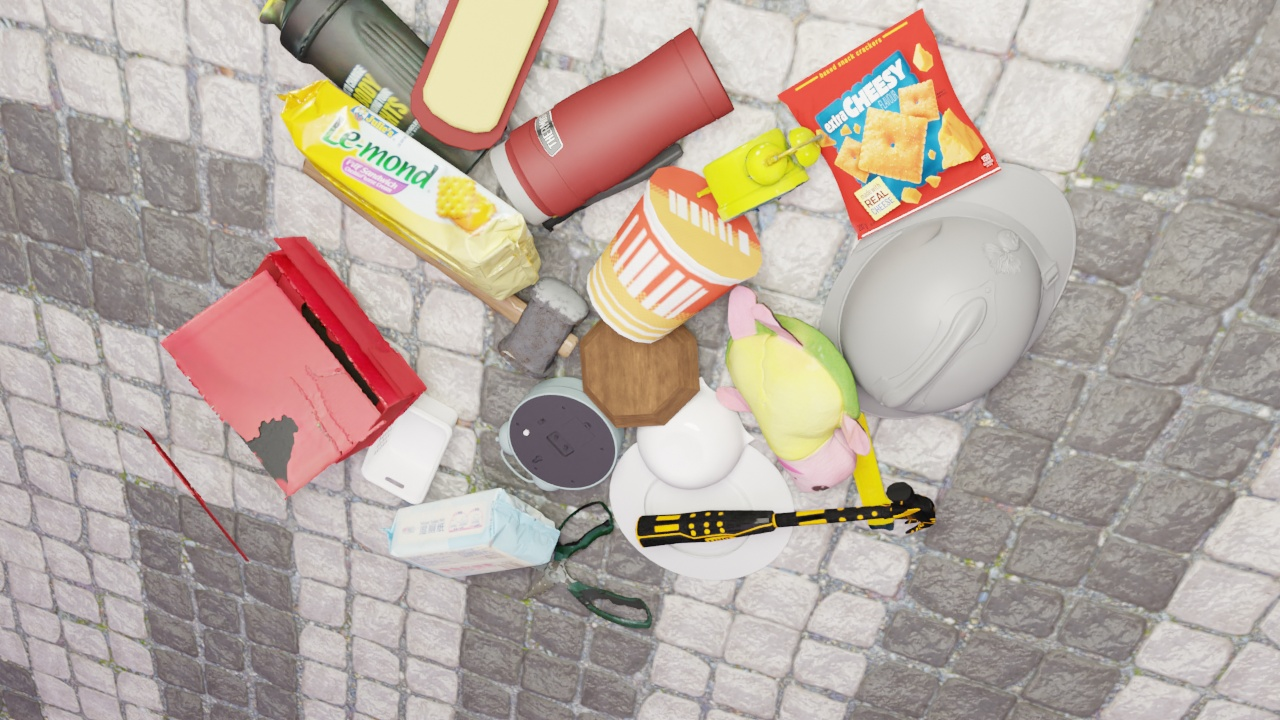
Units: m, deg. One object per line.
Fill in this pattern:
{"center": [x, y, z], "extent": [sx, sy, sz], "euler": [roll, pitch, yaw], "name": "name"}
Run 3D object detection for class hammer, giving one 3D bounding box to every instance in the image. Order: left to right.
{"center": [-0.203, -0.105, 0.930], "extent": [0.328, 0.052, 0.098], "euler": [35, 122, -1], "name": "hammer"}
{"center": [0.140, 0.167, 0.950], "extent": [0.321, 0.036, 0.123], "euler": [-10, 151, 27], "name": "hammer"}

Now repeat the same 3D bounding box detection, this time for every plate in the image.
{"center": [-0.006, 0.005, 0.913], "extent": [0.131, 0.025, 0.131], "euler": [1, 93, 18], "name": "plate"}
{"center": [0.065, 0.167, 1.018], "extent": [0.209, 0.015, 0.209], "euler": [7, 120, 12], "name": "plate"}

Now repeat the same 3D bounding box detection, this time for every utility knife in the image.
{"center": [0.221, 0.080, 0.924], "extent": [0.030, 0.019, 0.225], "euler": [-13, 116, 17], "name": "utility knife"}

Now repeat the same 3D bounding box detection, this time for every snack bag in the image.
{"center": [-0.200, -0.145, 0.825], "extent": [0.247, 0.159, 0.068], "euler": [34, 85, 6], "name": "snack bag"}
{"center": [0.206, -0.191, 0.764], "extent": [0.131, 0.039, 0.144], "euler": [-26, 102, 29], "name": "snack bag"}

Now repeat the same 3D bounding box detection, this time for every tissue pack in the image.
{"center": [-0.199, 0.202, 1.062], "extent": [0.182, 0.069, 0.112], "euler": [-13, 148, 27], "name": "tissue pack"}

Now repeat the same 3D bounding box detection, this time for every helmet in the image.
{"center": [0.262, -0.032, 0.791], "extent": [0.183, 0.117, 0.272], "euler": [31, 120, -2], "name": "helmet"}

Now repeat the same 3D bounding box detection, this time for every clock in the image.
{"center": [-0.088, 0.084, 1.000], "extent": [0.160, 0.045, 0.122], "euler": [-34, 105, 30], "name": "clock"}
{"center": [0.105, -0.160, 0.776], "extent": [0.119, 0.083, 0.057], "euler": [-17, 102, 53], "name": "clock"}

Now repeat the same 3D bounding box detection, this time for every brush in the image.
{"center": [-0.131, -0.264, 0.774], "extent": [0.082, 0.042, 0.173], "euler": [23, 97, -16], "name": "brush"}

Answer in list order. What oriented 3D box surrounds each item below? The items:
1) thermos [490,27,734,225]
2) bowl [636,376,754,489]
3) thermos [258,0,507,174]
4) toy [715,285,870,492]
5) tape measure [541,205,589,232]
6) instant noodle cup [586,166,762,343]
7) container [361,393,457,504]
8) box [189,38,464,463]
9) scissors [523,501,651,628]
{"center": [-0.020, -0.192, 0.792], "extent": [0.199, 0.084, 0.108], "euler": [-28, 147, 14], "name": "thermos"}
{"center": [0.047, 0.086, 0.947], "extent": [0.115, 0.050, 0.115], "euler": [5, 109, 14], "name": "bowl"}
{"center": [-0.224, -0.261, 0.822], "extent": [0.221, 0.098, 0.098], "euler": [41, 121, -13], "name": "thermos"}
{"center": [0.146, 0.033, 0.860], "extent": [0.190, 0.087, 0.238], "euler": [11, 137, 48], "name": "toy"}
{"center": [-0.080, -0.161, 0.866], "extent": [0.062, 0.034, 0.061], "euler": [-29, 105, 27], "name": "tape measure"}
{"center": [0.023, -0.088, 0.834], "extent": [0.123, 0.123, 0.121], "euler": [40, 129, -8], "name": "instant noodle cup"}
{"center": [-0.260, 0.094, 1.051], "extent": [0.081, 0.049, 0.129], "euler": [28, 122, -1], "name": "container"}
{"center": [-0.290, -0.056, 0.829], "extent": [0.214, 0.170, 0.479], "euler": [52, 163, 2], "name": "box"}
{"center": [-0.067, 0.241, 1.099], "extent": [0.202, 0.015, 0.205], "euler": [19, 123, 3], "name": "scissors"}
